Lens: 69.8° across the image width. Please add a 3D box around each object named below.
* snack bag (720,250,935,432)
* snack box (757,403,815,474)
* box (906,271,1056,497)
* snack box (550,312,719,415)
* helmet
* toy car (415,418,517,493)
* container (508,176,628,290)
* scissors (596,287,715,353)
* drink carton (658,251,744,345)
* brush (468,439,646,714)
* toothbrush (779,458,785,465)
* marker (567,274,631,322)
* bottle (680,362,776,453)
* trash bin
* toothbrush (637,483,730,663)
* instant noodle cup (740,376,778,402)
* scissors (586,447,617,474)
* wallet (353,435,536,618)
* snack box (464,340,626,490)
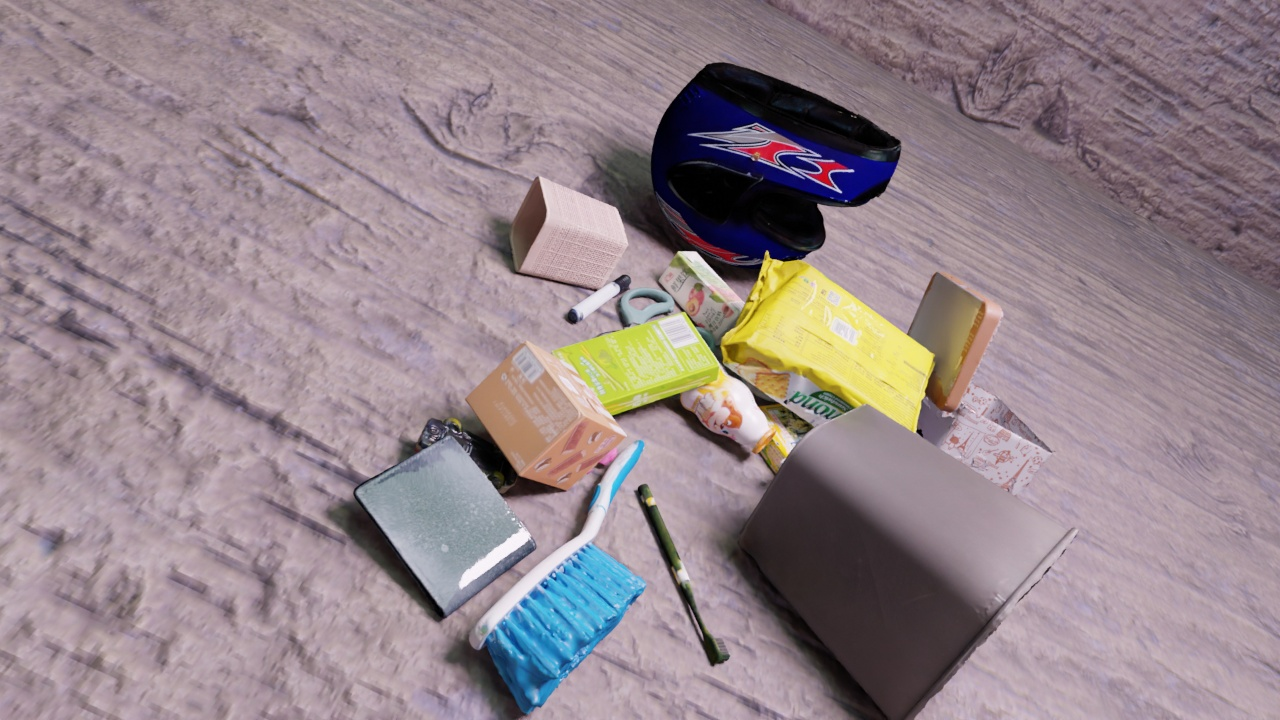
[{"bbox_3d":[0.214,-0.005,1.011,0.246,0.068,0.157,34,54,-5],"label":"snack bag"},{"bbox_3d":[0.189,0.088,1.038,0.140,0.034,0.087,-2,46,-41],"label":"snack box"},{"bbox_3d":[0.410,0.031,1.104,0.157,0.218,0.180,17,17,-7],"label":"box"},{"bbox_3d":[-0.006,0.006,0.947,0.156,0.026,0.085,-18,52,-19],"label":"snack box"},{"bbox_3d":[0.163,-0.241,1.238,0.315,0.241,0.246,30,32,19],"label":"helmet"},{"bbox_3d":[-0.148,0.084,0.785,0.090,0.035,0.042,28,35,-15],"label":"toy car"},{"bbox_3d":[-0.083,-0.146,1.077,0.110,0.090,0.090,14,38,-27],"label":"container"},{"bbox_3d":[0.002,-0.045,1.077,0.178,0.019,0.161,-4,48,-39],"label":"scissors"},{"bbox_3d":[0.082,-0.080,1.149,0.045,0.054,0.122,-7,49,-48],"label":"drink carton"},{"bbox_3d":[-0.036,0.158,0.764,0.109,0.061,0.313,36,32,14],"label":"brush"},{"bbox_3d":[0.209,0.096,1.000,0.179,0.016,0.016,-10,58,-44],"label":"toothbrush"},{"bbox_3d":[-0.046,-0.072,1.073,0.130,0.018,0.022,-42,115,-53],"label":"marker"},{"bbox_3d":[0.095,0.052,0.983,0.108,0.063,0.063,42,36,17],"label":"bottle"},{"bbox_3d":[0.231,0.172,0.835,0.220,0.199,0.198,42,34,26],"label":"trash bin"},{"bbox_3d":[0.036,0.185,0.817,0.017,0.012,0.185,10,39,-37],"label":"toothbrush"},{"bbox_3d":[0.173,-0.015,1.099,0.111,0.111,0.120,33,40,3],"label":"instant noodle cup"},{"bbox_3d":[-0.088,0.063,0.878,0.137,0.017,0.071,36,44,15],"label":"scissors"},{"bbox_3d":[-0.151,0.125,0.714,0.097,0.019,0.121,-32,79,-42],"label":"wallet"},{"bbox_3d":[-0.082,0.051,0.808,0.092,0.077,0.094,50,7,26],"label":"snack box"}]
